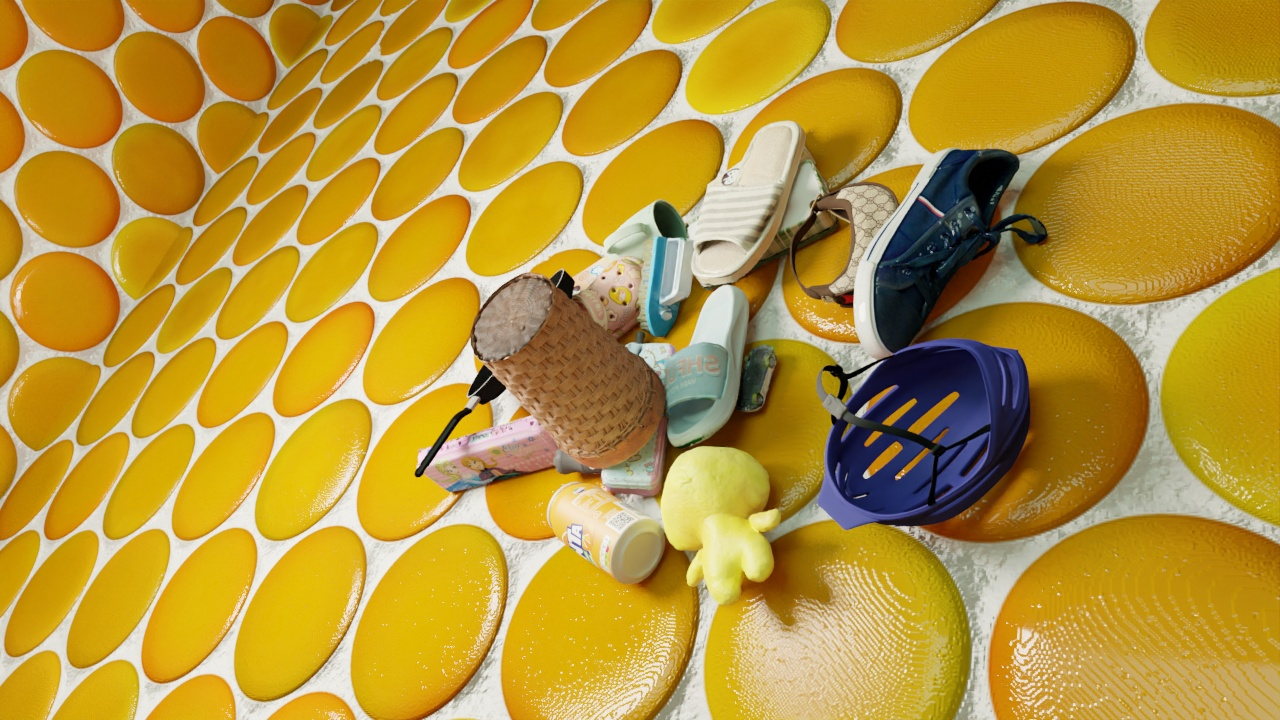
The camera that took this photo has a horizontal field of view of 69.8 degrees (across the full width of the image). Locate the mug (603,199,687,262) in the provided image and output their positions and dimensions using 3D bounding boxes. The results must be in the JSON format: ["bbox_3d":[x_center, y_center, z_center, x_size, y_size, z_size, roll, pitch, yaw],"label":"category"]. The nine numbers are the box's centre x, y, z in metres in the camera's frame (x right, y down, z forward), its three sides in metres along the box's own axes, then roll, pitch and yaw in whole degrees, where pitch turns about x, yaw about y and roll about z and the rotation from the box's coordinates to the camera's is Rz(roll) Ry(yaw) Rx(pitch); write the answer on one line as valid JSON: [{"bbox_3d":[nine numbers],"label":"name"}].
[{"bbox_3d":[-0.002,-0.176,1.337,0.104,0.111,0.084,-26,77,34],"label":"mug"}]

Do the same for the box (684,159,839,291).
[{"bbox_3d":[0.162,-0.182,1.252,0.206,0.050,0.117,-27,46,20],"label":"box"}]

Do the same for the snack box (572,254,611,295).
[{"bbox_3d":[-0.092,-0.091,1.396,0.151,0.034,0.087,-31,42,16],"label":"snack box"}]

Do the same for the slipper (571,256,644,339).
[{"bbox_3d":[-0.063,-0.066,1.299,0.197,0.081,0.093,-45,75,10],"label":"slipper"}]

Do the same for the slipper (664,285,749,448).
[{"bbox_3d":[0.073,0.001,1.132,0.104,0.074,0.244,-32,34,49],"label":"slipper"}]

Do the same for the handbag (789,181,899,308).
[{"bbox_3d":[0.249,-0.145,1.112,0.139,0.063,0.166,-3,64,25],"label":"handbag"}]

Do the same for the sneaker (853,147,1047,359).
[{"bbox_3d":[0.341,-0.121,1.006,0.127,0.120,0.294,3,55,56],"label":"sneaker"}]

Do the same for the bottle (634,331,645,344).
[{"bbox_3d":[-0.007,0.007,1.244,0.030,0.030,0.112,-15,48,31],"label":"bottle"}]

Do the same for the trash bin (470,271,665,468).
[{"bbox_3d":[-0.087,0.013,1.071,0.152,0.210,0.151,-22,46,25],"label":"trash bin"}]

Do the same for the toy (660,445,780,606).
[{"bbox_3d":[0.084,0.167,0.985,0.134,0.092,0.207,-37,43,13],"label":"toy"}]

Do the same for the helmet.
[{"bbox_3d":[0.251,0.049,0.839,0.241,0.227,0.148,-46,49,0],"label":"helmet"}]

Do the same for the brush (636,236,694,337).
[{"bbox_3d":[0.036,-0.099,1.255,0.075,0.055,0.136,8,90,52],"label":"brush"}]

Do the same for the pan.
[{"bbox_3d":[-0.199,0.019,1.272,0.355,0.034,0.226,-59,14,-22],"label":"pan"}]

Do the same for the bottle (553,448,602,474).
[{"bbox_3d":[-0.058,0.127,1.174,0.110,0.036,0.036,-4,53,24],"label":"bottle"}]

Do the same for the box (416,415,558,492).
[{"bbox_3d":[-0.199,0.114,1.274,0.231,0.084,0.076,-18,45,29],"label":"box"}]

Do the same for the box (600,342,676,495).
[{"bbox_3d":[0.001,0.068,1.157,0.076,0.036,0.213,3,55,8],"label":"box"}]

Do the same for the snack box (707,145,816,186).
[{"bbox_3d":[0.174,-0.270,1.332,0.150,0.026,0.081,-34,40,14],"label":"snack box"}]

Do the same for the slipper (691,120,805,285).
[{"bbox_3d":[0.144,-0.220,1.224,0.115,0.054,0.272,11,63,37],"label":"slipper"}]

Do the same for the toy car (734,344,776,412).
[{"bbox_3d":[0.141,0.023,1.108,0.039,0.027,0.089,-5,56,47],"label":"toy car"}]

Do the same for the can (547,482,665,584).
[{"bbox_3d":[-0.042,0.198,1.072,0.143,0.079,0.079,22,72,48],"label":"can"}]
